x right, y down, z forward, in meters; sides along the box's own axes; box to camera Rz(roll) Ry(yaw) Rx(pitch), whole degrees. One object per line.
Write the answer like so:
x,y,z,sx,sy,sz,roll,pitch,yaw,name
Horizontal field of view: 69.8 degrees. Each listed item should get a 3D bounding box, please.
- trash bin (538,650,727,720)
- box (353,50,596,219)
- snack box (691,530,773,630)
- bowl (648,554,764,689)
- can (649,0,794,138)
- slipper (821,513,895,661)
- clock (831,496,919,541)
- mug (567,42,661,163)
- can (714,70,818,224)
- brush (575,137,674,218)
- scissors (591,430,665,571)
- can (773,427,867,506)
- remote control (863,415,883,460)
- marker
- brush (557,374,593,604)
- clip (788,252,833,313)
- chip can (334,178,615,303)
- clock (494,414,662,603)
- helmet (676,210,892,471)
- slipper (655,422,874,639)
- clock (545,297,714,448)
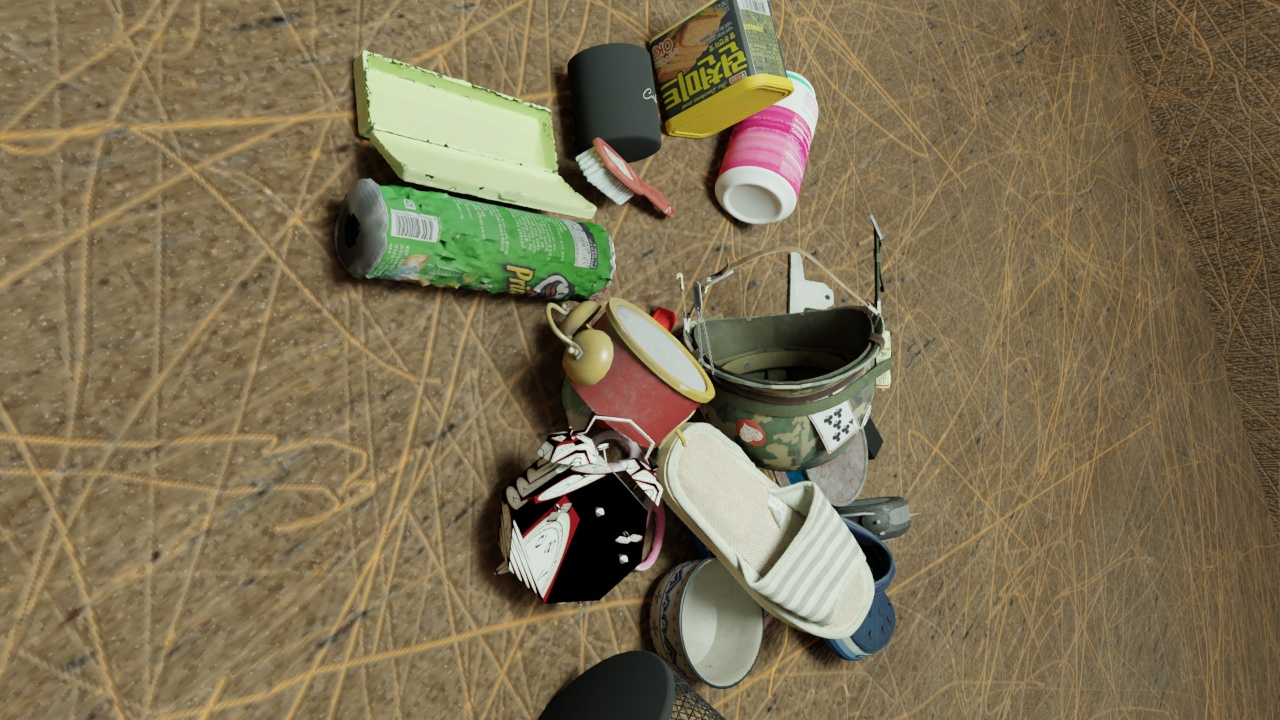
0.025,0.349,0.703,0.210,0.185,0.183,52,49,-16,trash bin
-0.134,-0.172,0.743,0.187,0.048,0.140,2,51,-46,box
0.099,0.182,0.907,0.087,0.033,0.154,-35,106,-49,snack box
0.054,0.235,0.834,0.115,0.059,0.115,13,72,-43,bowl
0.079,-0.300,0.936,0.072,0.131,0.101,-9,84,-46,can
0.214,0.223,0.953,0.253,0.095,0.104,52,27,-32,slipper
0.253,0.181,1.026,0.122,0.091,0.043,-3,83,-51,clock
-0.018,-0.234,0.868,0.113,0.078,0.088,10,72,-71,mug
0.142,-0.235,1.013,0.088,0.088,0.165,38,56,-33,can
-0.011,-0.162,0.862,0.041,0.030,0.172,63,16,18,brush
0.003,0.100,0.842,0.168,0.014,0.170,45,53,-37,scissors
0.201,0.099,1.026,0.129,0.044,0.129,13,72,-43,can
0.254,0.054,1.113,0.150,0.013,0.034,57,47,-21,remote control
-0.005,0.005,0.857,0.023,0.021,0.144,37,54,-7,marker
-0.059,0.097,0.789,0.033,0.012,0.217,18,69,-41,brush
0.194,-0.074,1.082,0.054,0.041,0.101,13,72,-24,clip
-0.124,-0.088,0.721,0.222,0.076,0.075,3,78,-44,chip can
-0.042,0.115,0.711,0.114,0.065,0.155,26,96,-24,clock
0.137,-0.010,0.871,0.224,0.193,0.236,-52,137,-84,helmet
0.121,0.156,0.829,0.272,0.054,0.114,41,68,-20,slipper
-0.020,0.008,0.762,0.159,0.081,0.117,37,16,-24,clock
